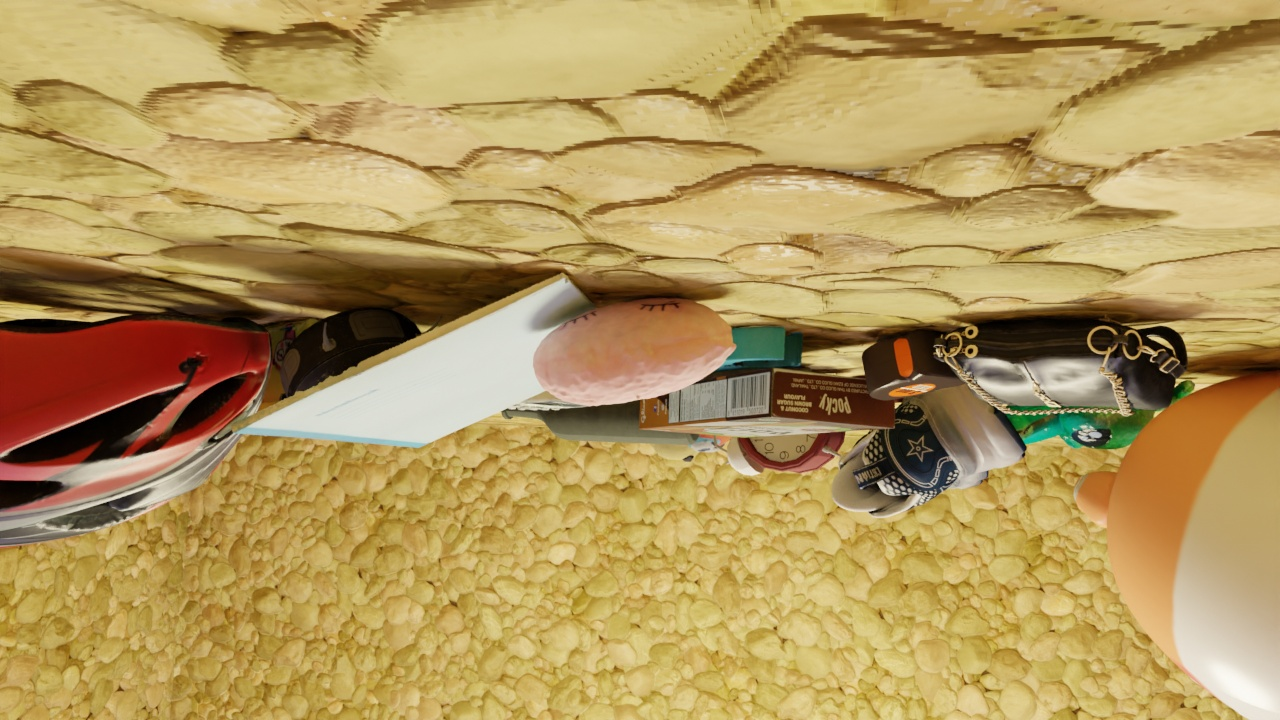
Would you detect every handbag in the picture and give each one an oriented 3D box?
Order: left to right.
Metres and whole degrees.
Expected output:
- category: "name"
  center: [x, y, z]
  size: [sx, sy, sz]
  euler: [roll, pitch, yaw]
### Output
- category: "handbag"
  center: [0.226, -0.002, 0.508]
  size: [0.129, 0.054, 0.079]
  euler: [1, 163, 45]

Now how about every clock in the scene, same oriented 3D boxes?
- category: "clock"
  center: [-0.180, 0.013, 0.584]
  size: [0.091, 0.043, 0.123]
  euler: [-6, 144, -39]
- category: "clock"
  center: [0.128, 0.058, 0.850]
  size: [0.138, 0.096, 0.048]
  euler: [-4, 171, 32]

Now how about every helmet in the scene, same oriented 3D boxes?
- category: "helmet"
  center: [-0.357, 0.023, 0.554]
  size: [0.218, 0.167, 0.271]
  euler: [2, -173, 41]

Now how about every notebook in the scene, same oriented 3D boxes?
- category: "notebook"
  center: [-0.102, 0.012, 0.560]
  size: [0.181, 0.009, 0.253]
  euler: [-24, 171, 4]

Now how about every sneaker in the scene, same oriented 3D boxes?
- category: "sneaker"
  center: [0.217, 0.084, 0.772]
  size: [0.132, 0.103, 0.269]
  euler: [-30, 167, 0]

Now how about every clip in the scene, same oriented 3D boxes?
- category: "clip"
  center: [0.064, -0.005, 0.625]
  size: [0.103, 0.027, 0.120]
  euler: [4, 175, -38]

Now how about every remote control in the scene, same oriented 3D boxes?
- category: "remote control"
  center: [-0.090, 0.029, 0.821]
  size: [0.060, 0.028, 0.115]
  euler: [7, 172, -41]

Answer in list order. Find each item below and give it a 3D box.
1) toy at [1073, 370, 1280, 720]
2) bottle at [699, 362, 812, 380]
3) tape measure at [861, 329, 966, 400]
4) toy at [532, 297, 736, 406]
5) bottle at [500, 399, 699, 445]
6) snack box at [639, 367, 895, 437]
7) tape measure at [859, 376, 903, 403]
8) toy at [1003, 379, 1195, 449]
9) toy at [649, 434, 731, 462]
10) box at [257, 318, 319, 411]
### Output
- category: "toy"
  center: [0.471, 0.133, 0.652]
  size: [0.262, 0.266, 0.281]
  euler: [3, -170, -25]
- category: "bottle"
  center: [0.089, 0.017, 0.787]
  size: [0.113, 0.030, 0.030]
  euler: [3, 174, -7]
- category: "tape measure"
  center: [0.172, 0.000, 0.583]
  size: [0.058, 0.038, 0.059]
  euler: [7, 159, -38]
- category: "toy"
  center: [-0.004, -0.006, 0.508]
  size: [0.108, 0.053, 0.105]
  euler: [-12, -178, 3]
- category: "bottle"
  center: [-0.043, 0.047, 0.935]
  size: [0.207, 0.071, 0.071]
  euler: [1, 174, 18]
- category: "snack box"
  center: [0.086, 0.035, 0.683]
  size: [0.101, 0.031, 0.186]
  euler: [7, 171, -26]
- category: "tape measure"
  center: [0.222, 0.026, 0.868]
  size: [0.051, 0.019, 0.059]
  euler: [2, 168, 26]
- category: "toy"
  center: [0.366, 0.046, 0.797]
  size: [0.130, 0.072, 0.194]
  euler: [6, 164, -45]
- category: "toy"
  center: [0.043, 0.065, 1.023]
  size: [0.176, 0.096, 0.112]
  euler: [-12, 168, 22]
- category: "box"
  center: [-0.265, 0.019, 0.738]
  size: [0.221, 0.080, 0.124]
  euler: [-2, 172, 43]
